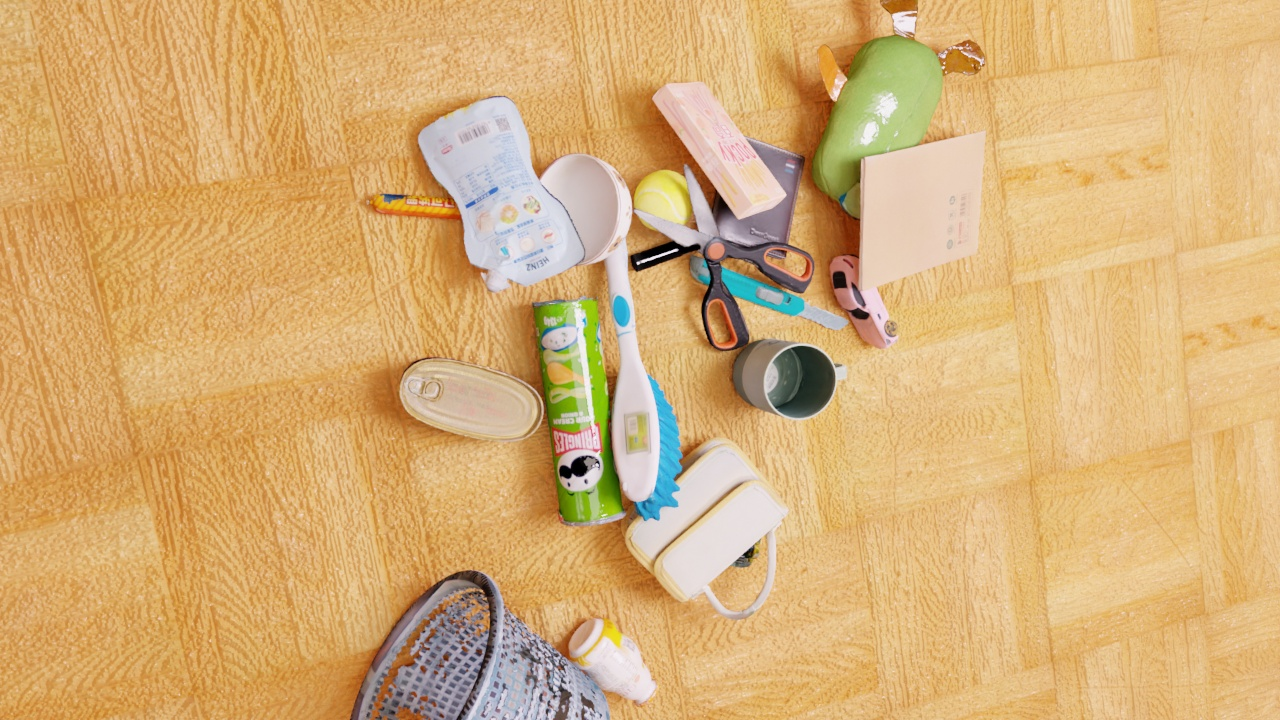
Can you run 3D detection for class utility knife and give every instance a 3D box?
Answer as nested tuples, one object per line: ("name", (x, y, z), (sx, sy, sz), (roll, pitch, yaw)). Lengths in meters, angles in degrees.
("utility knife", (0.147, -0.074, 1.046), (0.209, 0.013, 0.029), (19, 107, -16))

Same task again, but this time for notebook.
("notebook", (0.320, -0.171, 1.035), (0.207, 0.008, 0.148), (-19, 116, -31))

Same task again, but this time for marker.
("marker", (0.051, -0.128, 1.012), (0.132, 0.020, 0.022), (-21, 120, -13))

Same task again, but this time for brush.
("brush", (-0.006, 0.006, 0.974), (0.061, 0.109, 0.314), (-11, 65, 17))

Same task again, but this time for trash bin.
("trash bin", (-0.147, 0.356, 0.918), (0.195, 0.227, 0.226), (40, 84, -28))

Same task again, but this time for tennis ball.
("tennis ball", (0.026, -0.170, 0.978), (0.065, 0.065, 0.065), (-1, 95, -15))

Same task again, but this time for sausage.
("sausage", (-0.196, -0.156, 0.942), (0.165, 0.021, 0.021), (1, 94, -15))

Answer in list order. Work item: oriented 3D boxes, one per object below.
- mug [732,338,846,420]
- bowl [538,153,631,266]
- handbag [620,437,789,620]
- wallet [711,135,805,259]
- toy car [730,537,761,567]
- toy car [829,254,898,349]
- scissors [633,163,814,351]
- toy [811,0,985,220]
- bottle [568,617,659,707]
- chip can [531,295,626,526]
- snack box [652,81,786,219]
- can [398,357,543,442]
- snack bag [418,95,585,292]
("mug", (0.167, 0.016, 1.011), (0.111, 0.106, 0.082), (-8, 96, -14))
("bowl", (-0.053, -0.154, 0.950), (0.062, 0.114, 0.113), (-9, 100, -58))
("handbag", (0.088, 0.195, 1.001), (0.163, 0.063, 0.179), (-41, 95, 1))
("wallet", (0.128, -0.181, 1.018), (0.096, 0.020, 0.122), (14, 82, -15))
("toy car", (0.118, 0.190, 1.050), (0.043, 0.036, 0.091), (16, 93, -15))
("toy car", (0.254, -0.066, 1.055), (0.037, 0.056, 0.122), (-31, 102, -14))
("scissors", (0.096, -0.110, 0.990), (0.222, 0.021, 0.221), (-9, 119, -13))
("toy", (0.270, -0.281, 1.023), (0.227, 0.090, 0.246), (32, 89, -30))
("bottle", (-0.027, 0.335, 1.010), (0.063, 0.063, 0.108), (-46, 104, -7))
("chip can", (-0.066, 0.052, 0.964), (0.072, 0.072, 0.236), (-8, 94, -14))
("snack box", (0.084, -0.223, 0.962), (0.157, 0.026, 0.084), (54, 36, 5))
("can", (-0.176, 0.039, 0.951), (0.148, 0.049, 0.074), (15, 91, -16))
("snack bag", (-0.140, -0.164, 0.923), (0.110, 0.039, 0.191), (-24, 86, -10))
